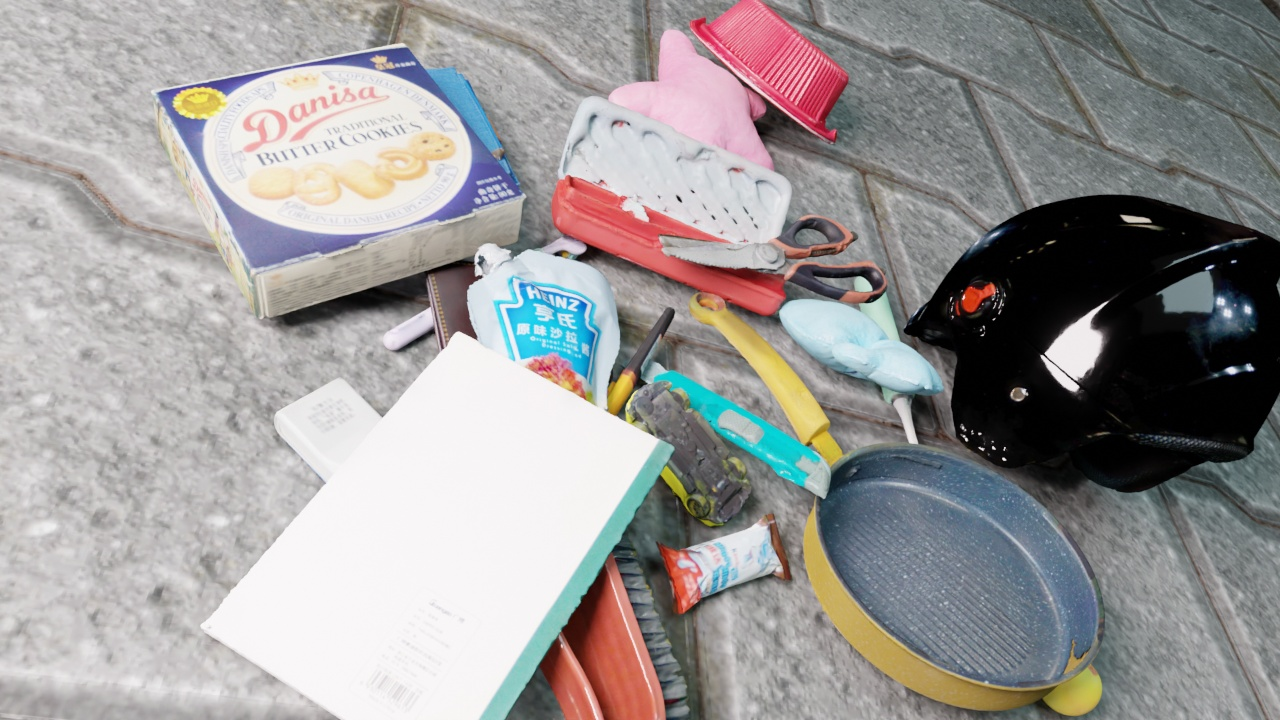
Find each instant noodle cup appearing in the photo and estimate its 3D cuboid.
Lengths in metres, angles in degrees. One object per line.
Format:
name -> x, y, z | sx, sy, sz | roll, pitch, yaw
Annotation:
instant noodle cup -> 0.143, -0.307, 0.938 | 0.194, 0.066, 0.193 | 32, 23, -16

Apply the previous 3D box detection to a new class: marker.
marker -> -0.004, 0.004, 0.647 | 0.015, 0.018, 0.123 | 21, 51, 15

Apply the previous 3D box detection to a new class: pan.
pan -> 0.155, 0.079, 0.640 | 0.197, 0.078, 0.357 | -25, 54, -41

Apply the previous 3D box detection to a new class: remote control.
remote control -> -0.147, 0.064, 0.518 | 0.125, 0.024, 0.048 | 42, 44, 10

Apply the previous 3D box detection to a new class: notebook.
notebook -> -0.094, 0.088, 0.475 | 0.150, 0.012, 0.208 | 26, 55, 13

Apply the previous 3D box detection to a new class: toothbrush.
toothbrush -> 0.214, 0.007, 0.777 | 0.026, 0.027, 0.224 | 5, 49, -9
toothbrush -> -0.107, -0.050, 0.647 | 0.029, 0.021, 0.188 | 12, 33, 36

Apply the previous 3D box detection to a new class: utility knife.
utility knife -> 0.056, 0.039, 0.623 | 0.180, 0.013, 0.029 | 30, 61, 30

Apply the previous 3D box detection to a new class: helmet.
helmet -> 0.354, -0.019, 0.727 | 0.233, 0.230, 0.275 | 16, 13, -43

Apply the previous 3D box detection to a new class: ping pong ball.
ping pong ball -> 0.291, 0.220, 0.624 | 0.040, 0.040, 0.040 | 16, 46, -18

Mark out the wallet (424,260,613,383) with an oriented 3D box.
wallet -> -0.082, -0.026, 0.625 | 0.122, 0.020, 0.096 | 0, 61, -35

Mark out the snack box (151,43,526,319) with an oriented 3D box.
snack box -> -0.200, -0.128, 0.609 | 0.177, 0.046, 0.182 | -23, 62, -30

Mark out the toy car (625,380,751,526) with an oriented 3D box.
toy car -> 0.028, 0.062, 0.608 | 0.048, 0.032, 0.105 | -40, 92, -35

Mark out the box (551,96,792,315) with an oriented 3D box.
box -> 0.028, -0.121, 0.750 | 0.201, 0.074, 0.154 | 20, 54, -17

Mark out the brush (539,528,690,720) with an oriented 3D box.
brush -> -0.027, 0.146, 0.486 | 0.069, 0.063, 0.145 | 8, 48, -44

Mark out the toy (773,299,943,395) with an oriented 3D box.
toy -> 0.165, -0.012, 0.719 | 0.156, 0.050, 0.161 | 31, 14, 25

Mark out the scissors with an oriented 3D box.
scissors -> 0.105, -0.090, 0.724 | 0.207, 0.015, 0.191 | 32, 45, -7

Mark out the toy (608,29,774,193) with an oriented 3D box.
toy -> 0.060, -0.212, 0.851 | 0.178, 0.075, 0.194 | 38, 47, -12

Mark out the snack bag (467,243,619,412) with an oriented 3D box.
snack bag -> -0.060, 0.009, 0.583 | 0.110, 0.039, 0.190 | 11, 57, -22

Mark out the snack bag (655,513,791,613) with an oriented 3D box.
snack bag -> 0.054, 0.127, 0.579 | 0.104, 0.026, 0.048 | -5, 69, -32

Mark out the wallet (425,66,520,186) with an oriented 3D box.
wallet -> -0.162, -0.174, 0.710 | 0.106, 0.040, 0.133 | -12, 59, -27
